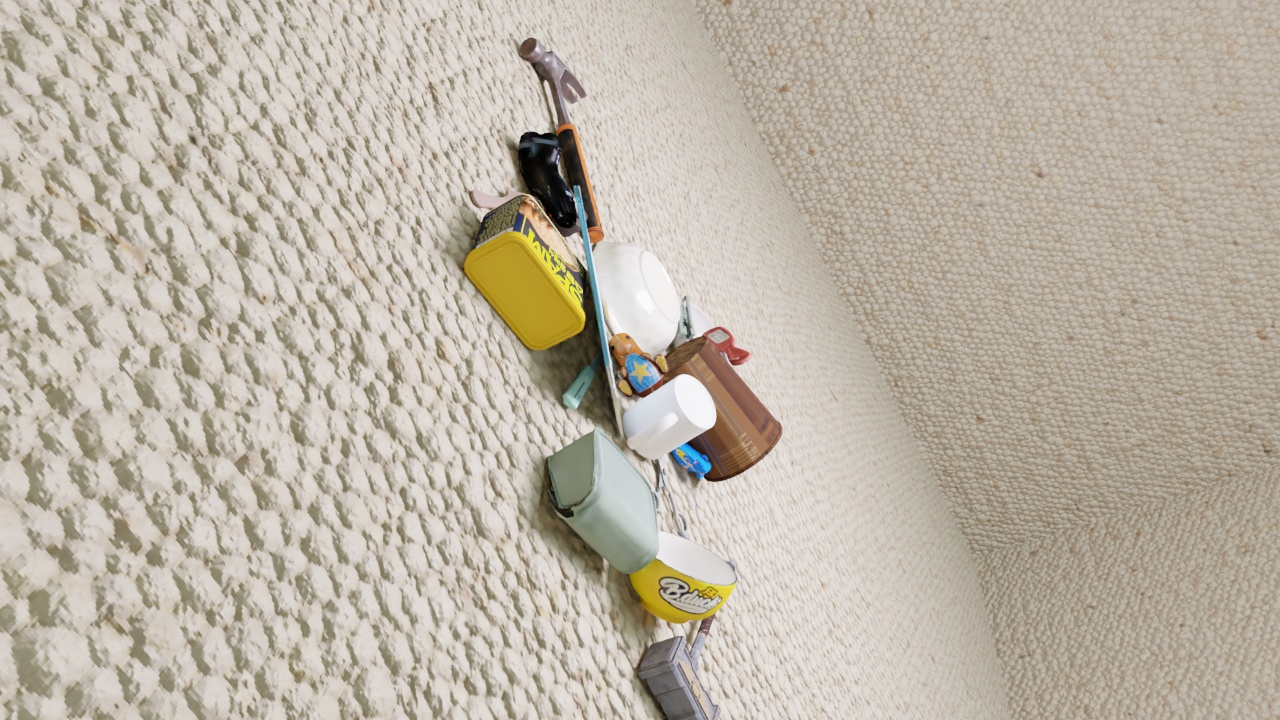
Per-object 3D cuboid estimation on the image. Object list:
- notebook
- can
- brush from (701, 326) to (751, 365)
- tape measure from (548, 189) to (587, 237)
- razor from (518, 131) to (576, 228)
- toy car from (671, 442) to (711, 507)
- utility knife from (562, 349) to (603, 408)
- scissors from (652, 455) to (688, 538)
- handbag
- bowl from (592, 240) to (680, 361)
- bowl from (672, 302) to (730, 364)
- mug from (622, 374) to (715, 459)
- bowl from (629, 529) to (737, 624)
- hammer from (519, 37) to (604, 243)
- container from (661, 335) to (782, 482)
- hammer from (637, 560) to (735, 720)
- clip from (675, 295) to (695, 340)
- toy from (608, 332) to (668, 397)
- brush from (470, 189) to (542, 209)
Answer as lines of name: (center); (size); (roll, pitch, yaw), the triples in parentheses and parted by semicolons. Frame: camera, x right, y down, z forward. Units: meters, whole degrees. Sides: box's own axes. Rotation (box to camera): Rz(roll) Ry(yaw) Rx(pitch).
notebook: (-0.049, -0.057, 1.097); (0.181, 0.009, 0.253); (83, -4, -60)
can: (-0.118, -0.098, 0.992); (0.135, 0.075, 0.104); (53, 22, -30)
brush: (0.129, -0.013, 1.343); (0.030, 0.041, 0.172); (65, -4, -19)
tape measure: (-0.094, -0.194, 1.199); (0.058, 0.038, 0.058); (56, 23, -24)
razor: (-0.110, -0.230, 1.153); (0.053, 0.064, 0.140); (16, 42, -57)
toy car: (0.058, 0.148, 1.240); (0.092, 0.062, 0.033); (38, 20, 11)
utility knife: (-0.065, 0.019, 1.082); (0.022, 0.015, 0.165); (60, 19, -13)
scissors: (0.036, 0.158, 1.172); (0.158, 0.014, 0.141); (59, 25, -20)
handbag: (-0.039, 0.144, 0.930); (0.122, 0.067, 0.106); (51, 17, -35)
bowl: (0.005, -0.094, 1.302); (0.188, 0.060, 0.218); (57, 23, -22)
bowl: (0.087, -0.016, 1.435); (0.149, 0.043, 0.149); (45, 29, -35)
mug: (0.027, 0.076, 1.117); (0.074, 0.091, 0.110); (57, 33, 1)
bowl: (0.038, 0.239, 0.988); (0.117, 0.068, 0.117); (23, 8, -4)
hammer: (-0.095, -0.307, 1.325); (0.137, 0.035, 0.314); (25, 46, -60)
container: (0.096, 0.063, 1.275); (0.167, 0.132, 0.132); (54, 23, -13)
hammer: (0.076, 0.309, 1.069); (0.098, 0.044, 0.321); (64, 20, -6)
clip: (0.062, -0.066, 1.365); (0.042, 0.023, 0.075); (7, 55, -24)
toy: (-0.007, 0.007, 1.204); (0.090, 0.070, 0.103); (56, -3, 8)
brush: (-0.156, -0.178, 1.074); (0.135, 0.015, 0.050); (2, 65, -61)
